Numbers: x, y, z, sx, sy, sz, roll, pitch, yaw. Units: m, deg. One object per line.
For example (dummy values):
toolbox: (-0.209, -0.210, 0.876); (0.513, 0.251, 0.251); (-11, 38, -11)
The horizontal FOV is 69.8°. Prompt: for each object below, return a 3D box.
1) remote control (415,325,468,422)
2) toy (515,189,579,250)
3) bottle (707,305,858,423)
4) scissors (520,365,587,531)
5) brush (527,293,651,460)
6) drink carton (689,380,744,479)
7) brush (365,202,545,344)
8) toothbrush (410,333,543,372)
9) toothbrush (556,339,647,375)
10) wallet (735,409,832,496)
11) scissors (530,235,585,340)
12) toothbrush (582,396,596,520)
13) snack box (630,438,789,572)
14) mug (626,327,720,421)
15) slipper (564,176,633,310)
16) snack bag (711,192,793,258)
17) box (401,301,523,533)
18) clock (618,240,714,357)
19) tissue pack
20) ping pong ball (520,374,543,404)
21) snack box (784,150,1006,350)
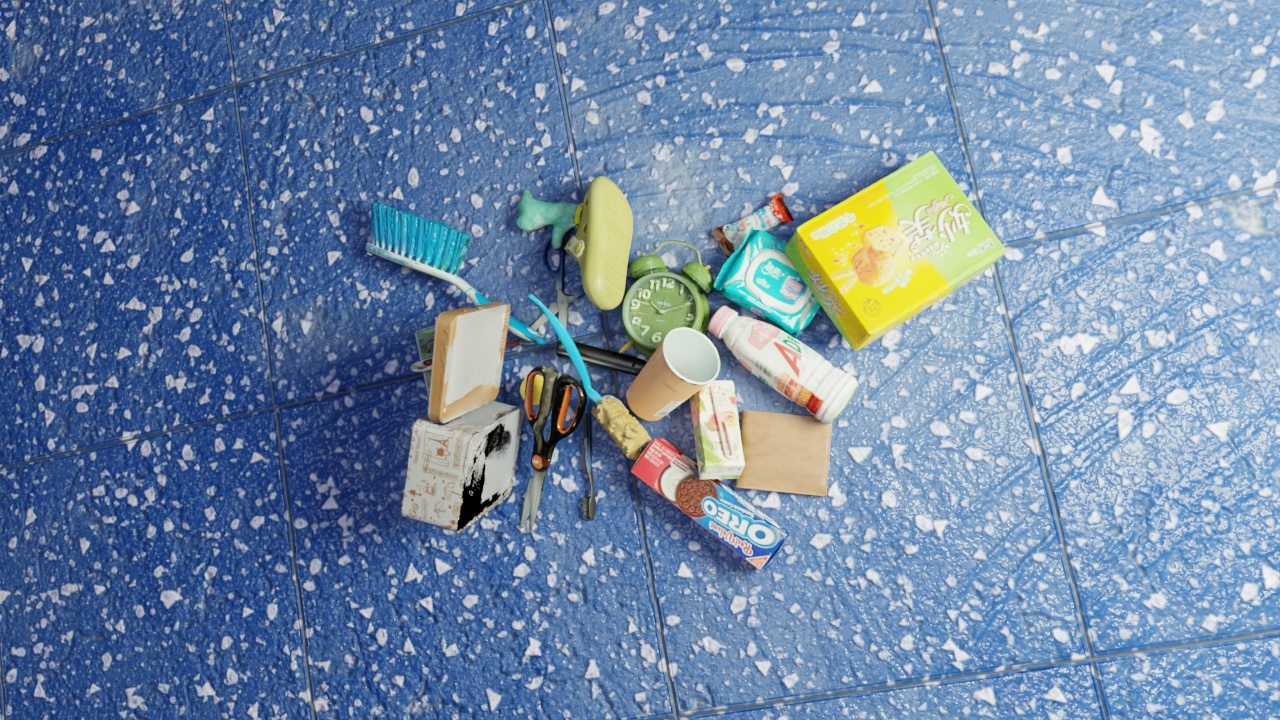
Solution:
remote control: (-0.271, 0.017, 1.265); (0.056, 0.019, 0.135); (-15, 81, 10)
toy: (-0.126, -0.193, 1.249); (0.092, 0.030, 0.096); (2, 65, 10)
bottle: (0.174, -0.001, 1.152); (0.197, 0.068, 0.068); (36, 91, 17)
scissors: (-0.117, 0.123, 1.183); (0.149, 0.021, 0.235); (-3, 94, 34)
brush: (-0.069, 0.019, 1.180); (0.046, 0.083, 0.254); (-34, 86, -4)
drink carton: (0.095, 0.085, 1.140); (0.053, 0.046, 0.122); (1, 57, -9)
brush: (-0.249, -0.122, 1.252); (0.315, 0.060, 0.109); (21, 94, 18)
toothbrush: (-0.223, -0.011, 1.242); (0.187, 0.017, 0.016); (-13, 80, 4)
toothbrush: (-0.007, 0.007, 1.206); (0.213, 0.027, 0.026); (14, 57, 10)
wallet: (0.181, 0.118, 1.160); (0.115, 0.020, 0.101); (6, 84, 9)
scissors: (-0.098, -0.093, 1.246); (0.175, 0.012, 0.162); (-22, 81, 10)
toothbrush: (-0.071, 0.117, 1.216); (0.016, 0.014, 0.189); (-8, 81, 35)
snack box: (0.089, 0.179, 1.153); (0.207, 0.058, 0.057); (37, 95, 13)
mug: (0.035, 0.024, 1.141); (0.078, 0.078, 0.123); (55, 140, 12)
slipper: (-0.063, -0.151, 1.191); (0.082, 0.091, 0.190); (-10, 62, 24)
snack bag: (0.148, -0.176, 1.196); (0.105, 0.026, 0.045); (-30, 86, 10)
box: (-0.212, 0.061, 1.140); (0.082, 0.176, 0.260); (11, 101, 12)
clock: (0.034, -0.077, 1.193); (0.116, 0.056, 0.161); (11, 86, 12)
tissue pack: (0.169, -0.099, 1.160); (0.133, 0.050, 0.093); (31, 90, 2)
ping pong ball: (-0.140, 0.039, 1.224); (0.040, 0.040, 0.040); (-1, 83, 12)
snack box: (0.305, -0.133, 1.108); (0.210, 0.070, 0.157); (-31, 78, -10)
